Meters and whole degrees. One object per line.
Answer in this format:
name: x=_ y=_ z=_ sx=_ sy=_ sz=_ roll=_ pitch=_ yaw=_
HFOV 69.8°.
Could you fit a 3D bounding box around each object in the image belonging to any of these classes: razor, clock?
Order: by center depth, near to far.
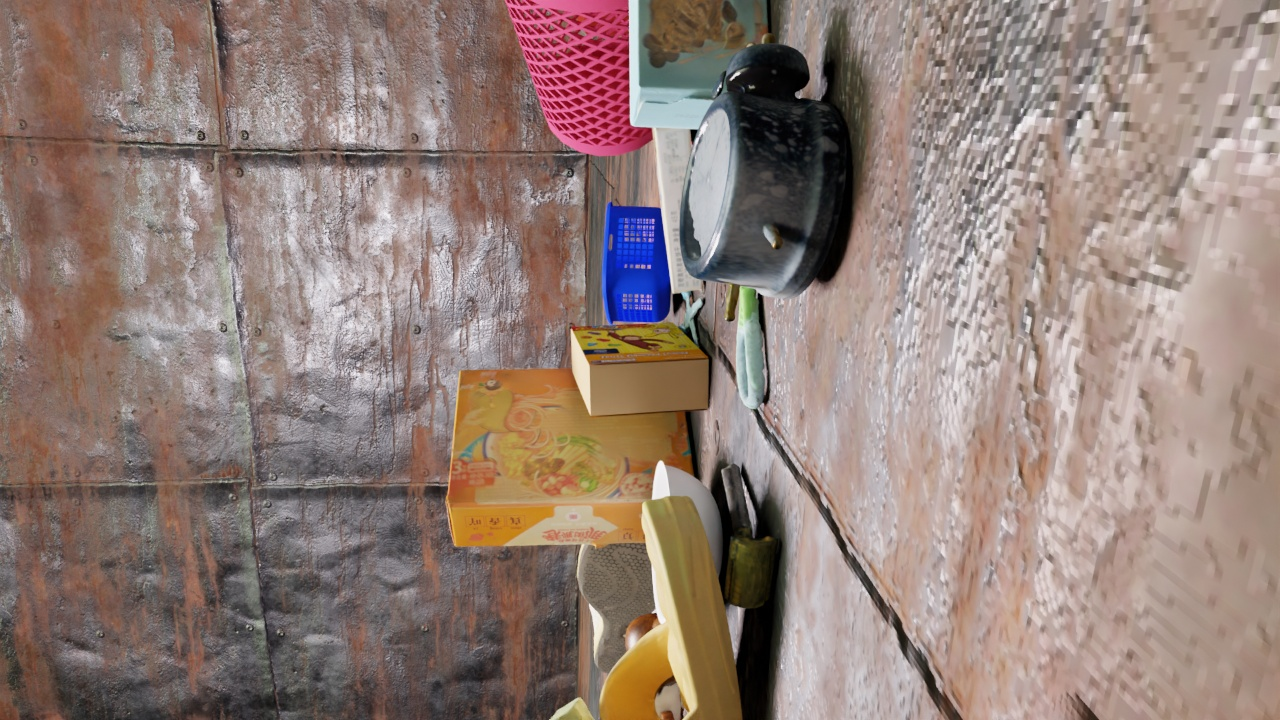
clock: x=0.052 y=-0.086 z=0.413 sx=0.090 sy=0.052 sz=0.129 roll=117 pitch=157 yaw=-58
razor: x=0.057 y=0.090 z=0.523 sx=0.105 sy=0.026 sz=0.042 roll=-93 pitch=3 yaw=-64

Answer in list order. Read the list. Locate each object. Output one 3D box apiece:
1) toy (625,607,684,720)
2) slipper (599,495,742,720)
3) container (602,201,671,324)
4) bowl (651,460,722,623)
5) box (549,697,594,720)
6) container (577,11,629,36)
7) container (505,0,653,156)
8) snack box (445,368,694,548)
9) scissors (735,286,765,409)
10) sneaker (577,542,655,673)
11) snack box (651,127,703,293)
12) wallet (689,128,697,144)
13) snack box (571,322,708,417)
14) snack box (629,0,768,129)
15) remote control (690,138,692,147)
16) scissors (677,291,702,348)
toy: x=0.017 y=0.250 z=0.715 sx=0.087 sy=0.067 sz=0.112 roll=124 pitch=137 yaw=-79
slipper: x=0.016 y=0.203 z=0.539 sx=0.099 sy=0.078 sz=0.264 roll=-119 pitch=20 yaw=-68
container: x=-0.001 y=-0.086 z=0.839 sx=0.114 sy=0.058 sz=0.096 roll=83 pitch=-171 yaw=-74
bowl: x=0.034 y=0.125 z=0.633 sx=0.110 sy=0.040 sz=0.110 roll=179 pitch=92 yaw=-84
box: x=-0.007 y=0.290 z=0.527 sx=0.188 sy=0.089 sz=0.078 roll=58 pitch=151 yaw=14
container: x=-0.041 y=-0.459 z=1.001 sx=0.148 sy=0.127 sz=0.200 roll=97 pitch=162 yaw=-49
container: x=-0.035 y=-0.298 z=0.799 sx=0.226 sy=0.183 sz=0.183 roll=86 pitch=-178 yaw=-66
snack box: x=-0.058 y=0.084 z=0.777 sx=0.081 sy=0.195 sz=0.144 roll=94 pitch=173 yaw=-45
scissors: x=0.060 y=-0.052 z=0.529 sx=0.171 sy=0.023 sz=0.168 roll=-114 pitch=20 yaw=-80
sneaker: x=-0.010 y=0.208 z=0.888 sx=0.102 sy=0.089 sz=0.242 roll=-84 pitch=-4 yaw=-46
snack box: x=0.026 y=-0.132 z=0.684 sx=0.081 sy=0.026 sz=0.150 roll=-94 pitch=-4 yaw=-45
wallet: x=0.052 y=-0.209 z=0.634 sx=0.116 sy=0.018 sz=0.091 roll=102 pitch=167 yaw=-49
snack box: x=-0.004 y=0.004 z=0.729 sx=0.126 sy=0.088 sz=0.040 roll=-125 pitch=33 yaw=-72
snack box: x=0.032 y=-0.222 z=0.534 sx=0.053 sy=0.075 sz=0.174 roll=122 pitch=148 yaw=-77
remote control: x=0.036 y=-0.192 z=0.765 sx=0.125 sy=0.018 sz=0.038 roll=-154 pitch=65 yaw=-81
scissors: x=0.039 y=-0.050 z=0.772 sx=0.136 sy=0.015 sz=0.125 roll=138 pitch=132 yaw=-73
